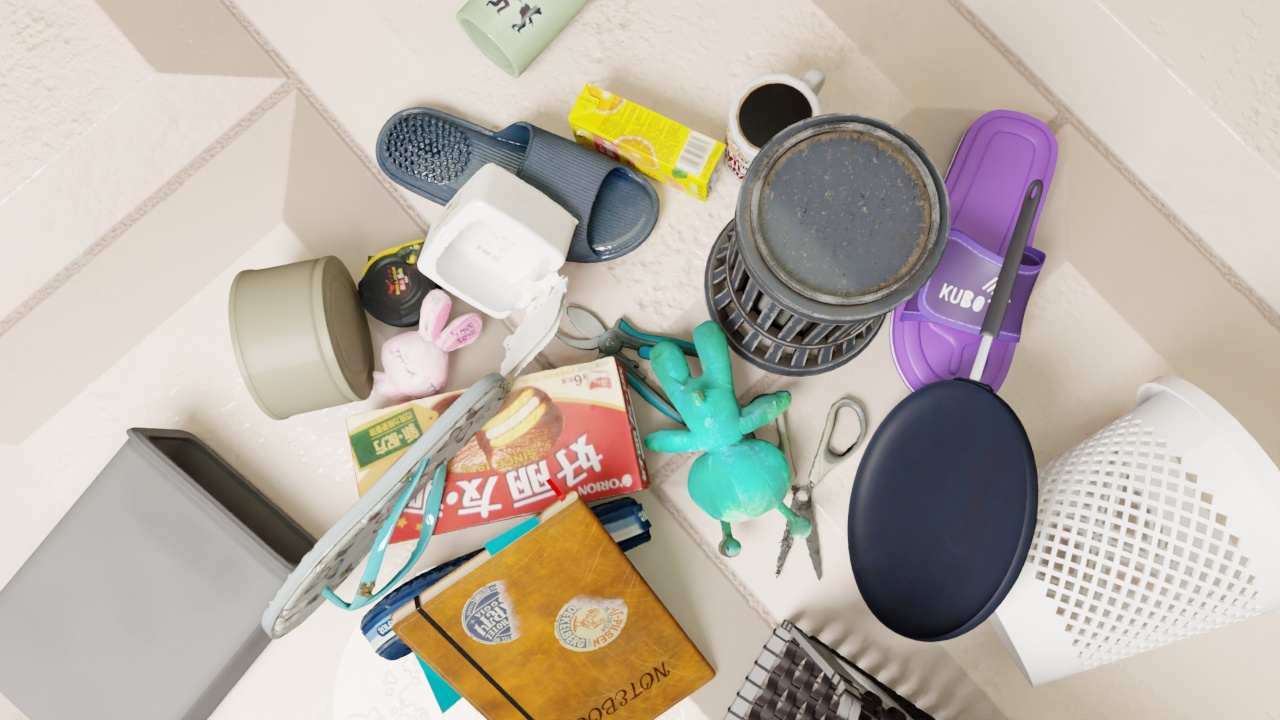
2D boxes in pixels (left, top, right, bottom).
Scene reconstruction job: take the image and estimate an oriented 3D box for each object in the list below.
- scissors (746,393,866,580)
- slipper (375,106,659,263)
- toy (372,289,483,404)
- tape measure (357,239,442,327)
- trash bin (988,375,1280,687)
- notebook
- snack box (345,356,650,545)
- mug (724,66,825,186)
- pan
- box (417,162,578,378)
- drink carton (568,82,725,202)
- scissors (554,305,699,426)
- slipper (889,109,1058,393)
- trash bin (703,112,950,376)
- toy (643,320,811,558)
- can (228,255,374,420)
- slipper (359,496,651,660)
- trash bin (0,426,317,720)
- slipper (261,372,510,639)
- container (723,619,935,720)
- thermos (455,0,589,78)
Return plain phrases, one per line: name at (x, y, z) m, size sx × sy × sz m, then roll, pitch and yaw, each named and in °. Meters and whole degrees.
scissors at (0.143, 0.097, 0.790) m, size 0.162 × 0.012 × 0.158 m, roll -37°, pitch 82°, yaw -1°
slipper at (-0.114, -0.159, 0.797) m, size 0.263 × 0.082 × 0.101 m, roll 19°, pitch 86°, yaw 5°
toy at (-0.185, -0.006, 0.791) m, size 0.063 × 0.047 × 0.110 m, roll 33°, pitch 97°, yaw -32°
tape measure at (-0.210, -0.065, 0.809) m, size 0.072 × 0.042 × 0.071 m, roll -12°, pitch 89°, yaw -4°
trash bin at (0.356, 0.144, 0.700) m, size 0.200 × 0.195 × 0.195 m, roll -28°, pitch 83°, yaw 8°
notebook at (-0.069, 0.222, 0.707) m, size 0.178 × 0.014 × 0.249 m, roll -34°, pitch 121°, yaw -2°
snack box at (-0.119, 0.078, 0.771) m, size 0.236 × 0.060 × 0.113 m, roll -13°, pitch 83°, yaw 6°
mug at (0.120, -0.203, 0.787) m, size 0.073 × 0.089 × 0.105 m, roll 40°, pitch 86°, yaw 6°
pan at (0.248, 0.037, 0.695) m, size 0.021 × 0.199 × 0.356 m, roll 15°, pitch 94°, yaw -20°
box at (-0.113, -0.059, 0.742) m, size 0.128 × 0.109 × 0.136 m, roll 34°, pitch 44°, yaw -24°
drink carton at (0.005, -0.190, 0.806) m, size 0.134 × 0.058 × 0.043 m, roll 26°, pitch 85°, yaw 6°
scissors at (0.001, 0.002, 0.804) m, size 0.156 × 0.019 × 0.124 m, roll -11°, pitch 82°, yaw 3°
slipper at (0.289, -0.092, 0.770) m, size 0.107 × 0.084 × 0.266 m, roll 18°, pitch 84°, yaw 4°
trash bin at (0.135, -0.082, 0.703) m, size 0.164 × 0.227 × 0.164 m, roll 0°, pitch 83°, yaw 2°
toy at (0.068, 0.066, 0.757) m, size 0.131 × 0.072 × 0.193 m, roll -22°, pitch 89°, yaw 11°
can at (-0.278, -0.020, 0.763) m, size 0.073 × 0.128 × 0.127 m, roll -12°, pitch 83°, yaw -1°
slipper at (-0.104, 0.191, 0.743) m, size 0.253 × 0.105 × 0.095 m, roll -24°, pitch 87°, yaw 0°
trash bin at (-0.402, 0.199, 0.759) m, size 0.192 × 0.097 × 0.220 m, roll 39°, pitch 87°, yaw 6°
slipper at (-0.185, 0.121, 0.695) m, size 0.055 × 0.098 × 0.269 m, roll 41°, pitch 91°, yaw 10°
container at (0.164, 0.371, 0.644) m, size 0.243 × 0.247 × 0.245 m, roll 31°, pitch 85°, yaw 2°
thermos at (-0.057, -0.361, 0.819) m, size 0.082 × 0.082 × 0.231 m, roll 42°, pitch 86°, yaw 6°
